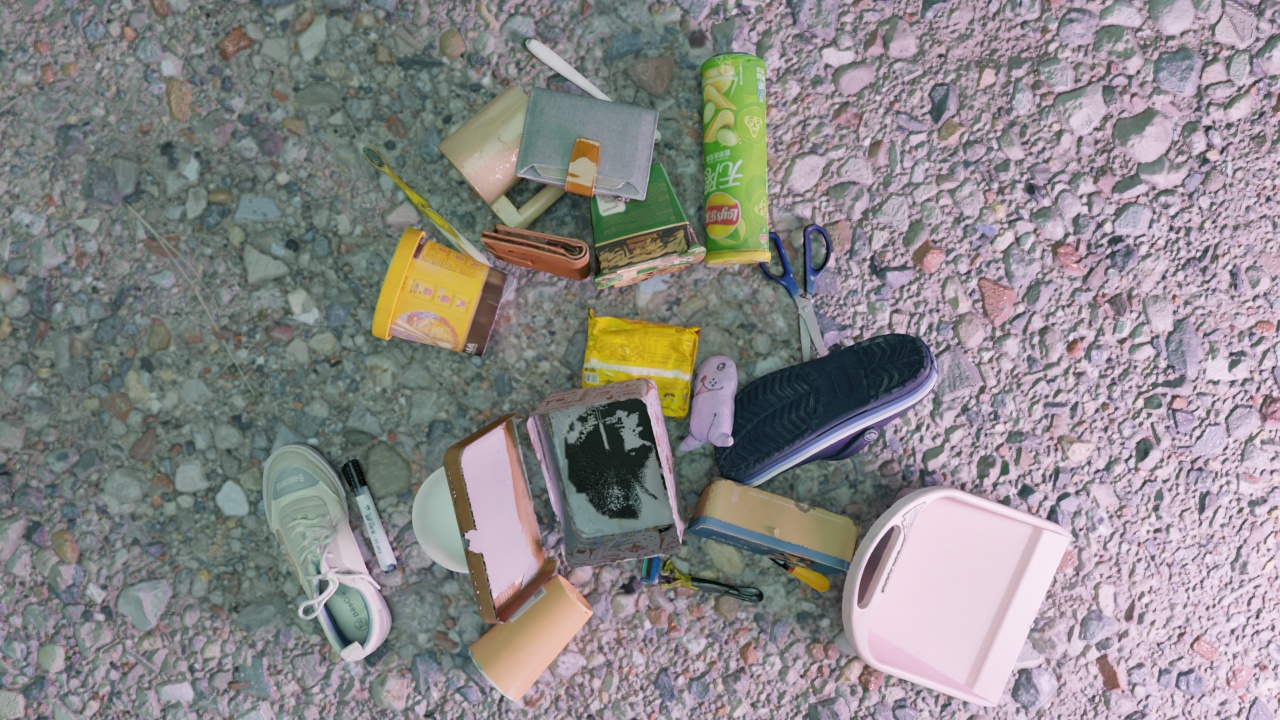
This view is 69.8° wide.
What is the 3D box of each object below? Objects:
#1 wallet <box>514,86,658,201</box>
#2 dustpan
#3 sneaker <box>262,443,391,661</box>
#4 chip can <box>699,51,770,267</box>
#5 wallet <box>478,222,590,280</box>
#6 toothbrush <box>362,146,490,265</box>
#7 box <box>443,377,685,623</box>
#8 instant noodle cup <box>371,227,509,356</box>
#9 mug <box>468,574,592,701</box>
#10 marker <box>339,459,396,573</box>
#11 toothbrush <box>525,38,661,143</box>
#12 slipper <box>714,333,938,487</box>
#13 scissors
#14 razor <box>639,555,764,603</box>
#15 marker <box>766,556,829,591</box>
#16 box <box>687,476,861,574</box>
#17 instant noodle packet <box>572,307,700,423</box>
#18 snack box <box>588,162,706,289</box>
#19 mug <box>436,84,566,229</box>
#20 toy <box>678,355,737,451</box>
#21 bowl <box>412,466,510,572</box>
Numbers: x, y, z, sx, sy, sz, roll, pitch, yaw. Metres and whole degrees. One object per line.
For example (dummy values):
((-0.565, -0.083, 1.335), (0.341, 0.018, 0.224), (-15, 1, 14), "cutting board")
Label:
((-0.052, -0.212, 0.903), (0.129, 0.037, 0.106), (10, 74, -4), "wallet")
((0.332, 0.250, 0.969), (0.273, 0.139, 0.222), (21, 90, -2), "dustpan")
((-0.340, 0.205, 0.968), (0.089, 0.091, 0.242), (-24, 92, -2), "sneaker")
((0.101, -0.213, 0.978), (0.072, 0.072, 0.221), (-2, 92, -2), "chip can")
((-0.104, -0.110, 0.934), (0.108, 0.132, 0.031), (12, 86, -2), "wallet")
((-0.232, -0.164, 0.995), (0.016, 0.018, 0.191), (-45, 93, 1), "toothbrush")
((-0.054, 0.131, 0.911), (0.157, 0.226, 0.180), (-6, 102, 25), "box")
((-0.205, -0.065, 0.955), (0.114, 0.118, 0.118), (18, 91, -10), "instant noodle cup")
((-0.115, 0.294, 0.990), (0.122, 0.078, 0.078), (-45, 93, -5), "mug")
((-0.297, 0.171, 1.005), (0.023, 0.018, 0.130), (-19, 92, 7), "marker")
((-0.051, -0.294, 0.998), (0.180, 0.016, 0.016), (36, 88, -3), "toothbrush")
((0.198, 0.056, 0.984), (0.253, 0.105, 0.095), (-29, 135, 13), "slipper")
((0.171, -0.067, 1.015), (0.141, 0.012, 0.171), (20, 91, -3), "scissors")
((0.068, 0.247, 1.019), (0.142, 0.022, 0.042), (16, 47, -6), "razor")
((0.157, 0.220, 1.024), (0.124, 0.015, 0.018), (32, 86, 0), "marker")
((0.135, 0.177, 0.979), (0.184, 0.090, 0.059), (15, 72, -1), "box")
((-0.006, 0.006, 0.996), (0.128, 0.044, 0.111), (8, 93, 0), "instant noodle packet")
((-0.004, -0.141, 0.957), (0.118, 0.117, 0.105), (-16, 88, -1), "snack box")
((-0.134, -0.211, 0.967), (0.103, 0.084, 0.124), (-42, 100, -2), "mug")
((0.076, 0.046, 0.987), (0.039, 0.084, 0.107), (21, 67, -34), "toy")
((-0.179, 0.161, 0.985), (0.118, 0.065, 0.118), (0, 93, -2), "bowl")
